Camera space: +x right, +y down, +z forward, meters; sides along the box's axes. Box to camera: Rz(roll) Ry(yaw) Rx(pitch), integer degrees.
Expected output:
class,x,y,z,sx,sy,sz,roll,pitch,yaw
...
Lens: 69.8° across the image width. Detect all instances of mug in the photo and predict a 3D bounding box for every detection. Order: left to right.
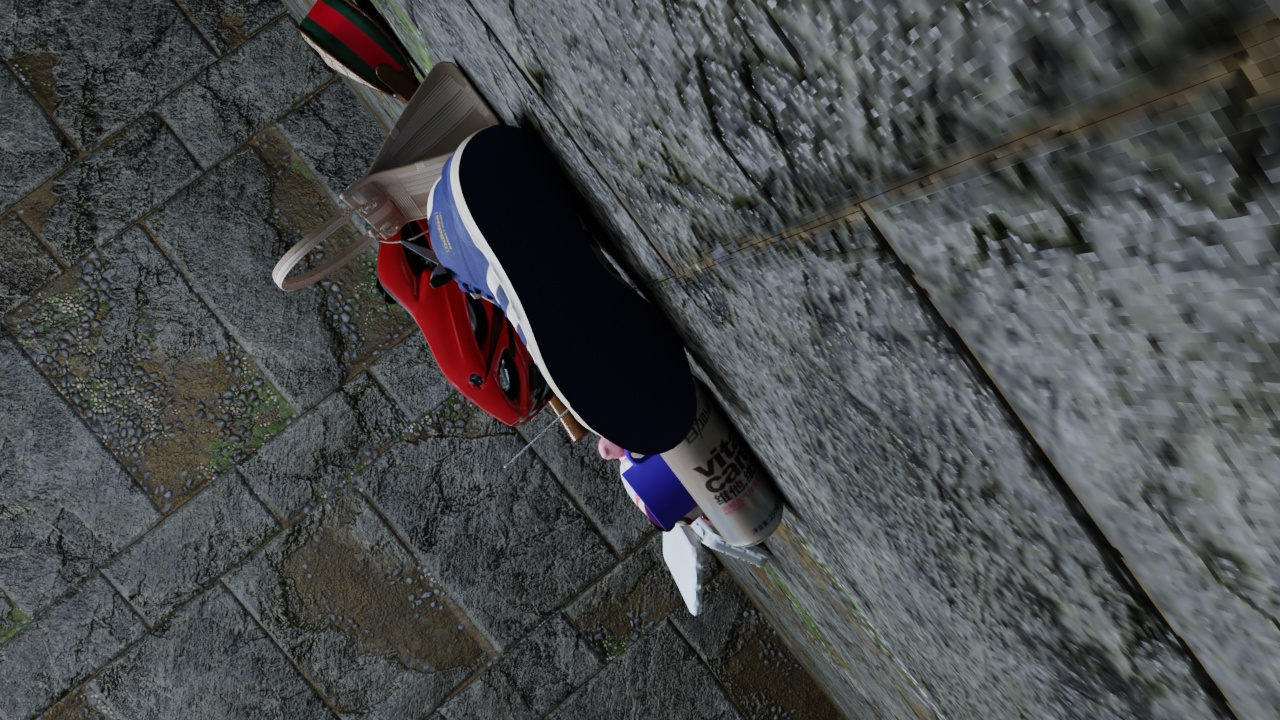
class,x,y,z,sx,sy,sz,roll,pitch,yaw
mug,0.027,0.118,1.006,0.111,0.083,0.079,53,175,-14

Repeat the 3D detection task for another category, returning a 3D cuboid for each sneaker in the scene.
class,x,y,z,sx,sy,sz,roll,pitch,yaw
sneaker,-0.065,-0.038,0.614,0.233,0.091,0.119,56,158,-19

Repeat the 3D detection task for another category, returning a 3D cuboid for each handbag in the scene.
class,x,y,z,sx,sy,sz,roll,pitch,yaw
handbag,-0.254,-0.289,0.887,0.138,0.063,0.166,34,-175,-43
handbag,-0.196,-0.119,0.698,0.062,0.198,0.176,52,175,-2

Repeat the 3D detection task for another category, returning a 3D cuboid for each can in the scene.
class,x,y,z,sx,sy,sz,roll,pitch,yaw
can,0.053,0.077,0.685,0.135,0.054,0.054,54,174,-22

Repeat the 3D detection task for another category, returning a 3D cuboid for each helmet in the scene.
class,x,y,z,sx,sy,sz,roll,pitch,yaw
helmet,-0.163,-0.059,0.962,0.272,0.167,0.217,61,-174,-21

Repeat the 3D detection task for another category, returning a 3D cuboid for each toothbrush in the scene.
class,x,y,z,sx,sy,sz,roll,pitch,yaw
toothbrush,-0.081,0.062,1.020,0.010,0.181,0.010,48,180,10

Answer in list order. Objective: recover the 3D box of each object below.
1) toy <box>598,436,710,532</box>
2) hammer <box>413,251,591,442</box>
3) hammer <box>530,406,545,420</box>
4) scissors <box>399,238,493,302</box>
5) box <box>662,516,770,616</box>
class,x,y,z,sx,sy,sz,roll,pitch,yaw
toy,0.012,0.124,1.134,0.141,0.084,0.213,17,-150,-52
hammer,-0.158,-0.043,1.099,0.323,0.115,0.033,55,176,7
hammer,-0.042,0.100,1.252,0.314,0.035,0.137,36,-160,-24
scissors,-0.138,-0.075,0.716,0.179,0.015,0.187,49,-169,-46
box,0.072,0.258,1.197,0.106,0.124,0.215,28,180,-11
